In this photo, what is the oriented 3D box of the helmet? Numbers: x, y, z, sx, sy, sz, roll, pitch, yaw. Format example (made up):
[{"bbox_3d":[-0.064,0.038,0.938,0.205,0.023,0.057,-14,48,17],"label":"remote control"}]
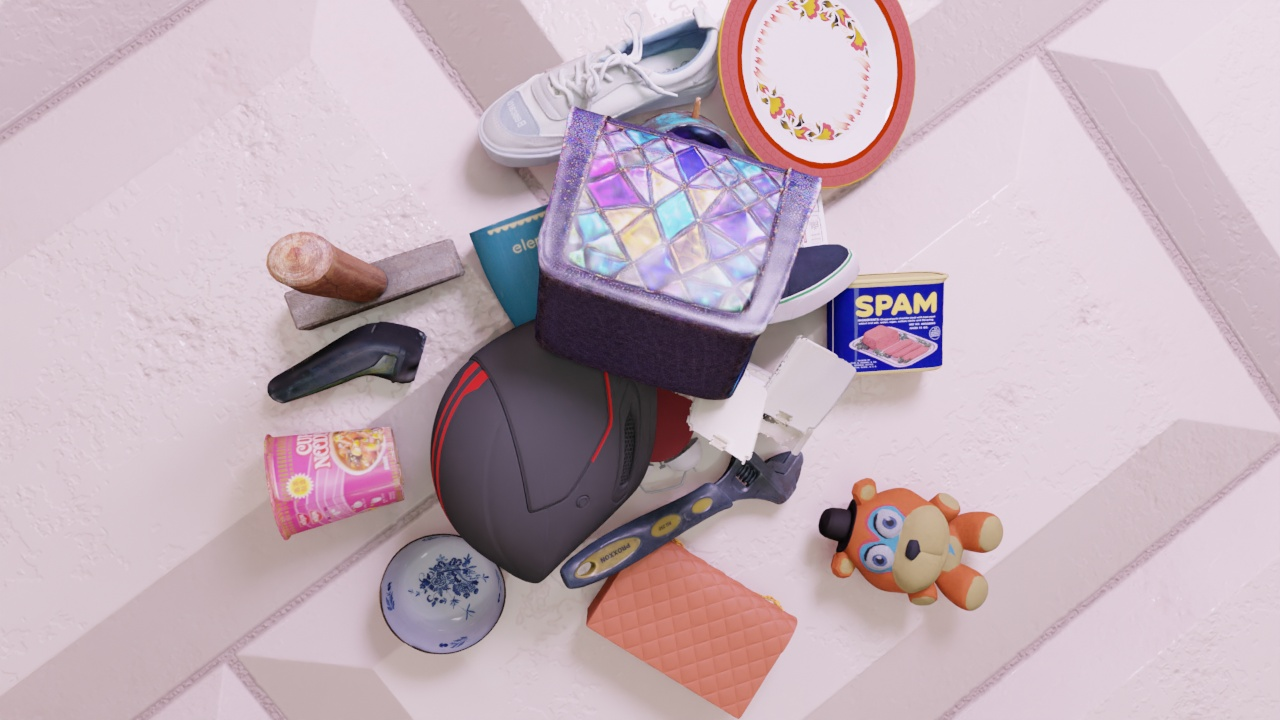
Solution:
[{"bbox_3d":[-0.097,0.075,0.804,0.169,0.164,0.265,-6,118,-29],"label":"helmet"}]

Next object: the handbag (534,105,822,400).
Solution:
[{"bbox_3d":[0.024,-0.101,0.733,0.205,0.126,0.221,16,61,1],"label":"handbag"}]

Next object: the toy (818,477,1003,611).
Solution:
[{"bbox_3d":[0.260,0.178,0.897,0.176,0.096,0.112,13,91,5],"label":"toy"}]

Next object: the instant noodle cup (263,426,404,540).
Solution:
[{"bbox_3d":[-0.274,0.104,0.833,0.108,0.098,0.097,-11,93,-13],"label":"instant noodle cup"}]

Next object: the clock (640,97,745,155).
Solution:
[{"bbox_3d":[0.026,-0.153,0.850,0.158,0.073,0.121,-43,117,11],"label":"clock"}]

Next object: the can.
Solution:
[{"bbox_3d":[0.238,-0.037,0.895,0.116,0.056,0.092,-4,101,-6],"label":"can"}]

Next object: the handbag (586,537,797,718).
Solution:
[{"bbox_3d":[0.049,0.245,0.884,0.172,0.060,0.109,32,93,-3],"label":"handbag"}]

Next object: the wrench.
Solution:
[{"bbox_3d":[0.045,0.143,0.864,0.272,0.022,0.073,-25,90,-25],"label":"wrench"}]

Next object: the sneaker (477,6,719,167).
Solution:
[{"bbox_3d":[-0.038,-0.257,0.835,0.242,0.091,0.089,-23,71,-8],"label":"sneaker"}]

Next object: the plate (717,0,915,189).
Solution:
[{"bbox_3d":[0.169,-0.280,0.879,0.229,0.021,0.230,-3,96,-26],"label":"plate"}]

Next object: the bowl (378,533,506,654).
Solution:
[{"bbox_3d":[-0.185,0.214,0.866,0.114,0.045,0.114,0,92,-6],"label":"bowl"}]

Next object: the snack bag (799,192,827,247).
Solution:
[{"bbox_3d":[0.158,-0.138,0.909,0.057,0.013,0.158,-10,94,-9],"label":"snack bag"}]

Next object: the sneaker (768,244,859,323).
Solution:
[{"bbox_3d":[0.089,-0.080,0.838,0.235,0.084,0.079,-15,119,-8],"label":"sneaker"}]

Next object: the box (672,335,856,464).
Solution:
[{"bbox_3d":[0.110,0.017,0.805,0.143,0.192,0.107,26,112,-11],"label":"box"}]

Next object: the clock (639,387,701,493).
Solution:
[{"bbox_3d":[0.011,0.065,0.884,0.087,0.044,0.124,-11,93,-6],"label":"clock"}]

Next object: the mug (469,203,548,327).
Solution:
[{"bbox_3d":[-0.090,-0.089,0.857,0.112,0.085,0.104,-26,102,-34],"label":"mug"}]

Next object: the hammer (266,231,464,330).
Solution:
[{"bbox_3d":[-0.229,-0.068,0.724,0.158,0.301,0.037,-20,94,-6],"label":"hammer"}]

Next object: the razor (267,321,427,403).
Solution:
[{"bbox_3d":[-0.270,0.009,0.853,0.151,0.054,0.067,-23,111,1],"label":"razor"}]
